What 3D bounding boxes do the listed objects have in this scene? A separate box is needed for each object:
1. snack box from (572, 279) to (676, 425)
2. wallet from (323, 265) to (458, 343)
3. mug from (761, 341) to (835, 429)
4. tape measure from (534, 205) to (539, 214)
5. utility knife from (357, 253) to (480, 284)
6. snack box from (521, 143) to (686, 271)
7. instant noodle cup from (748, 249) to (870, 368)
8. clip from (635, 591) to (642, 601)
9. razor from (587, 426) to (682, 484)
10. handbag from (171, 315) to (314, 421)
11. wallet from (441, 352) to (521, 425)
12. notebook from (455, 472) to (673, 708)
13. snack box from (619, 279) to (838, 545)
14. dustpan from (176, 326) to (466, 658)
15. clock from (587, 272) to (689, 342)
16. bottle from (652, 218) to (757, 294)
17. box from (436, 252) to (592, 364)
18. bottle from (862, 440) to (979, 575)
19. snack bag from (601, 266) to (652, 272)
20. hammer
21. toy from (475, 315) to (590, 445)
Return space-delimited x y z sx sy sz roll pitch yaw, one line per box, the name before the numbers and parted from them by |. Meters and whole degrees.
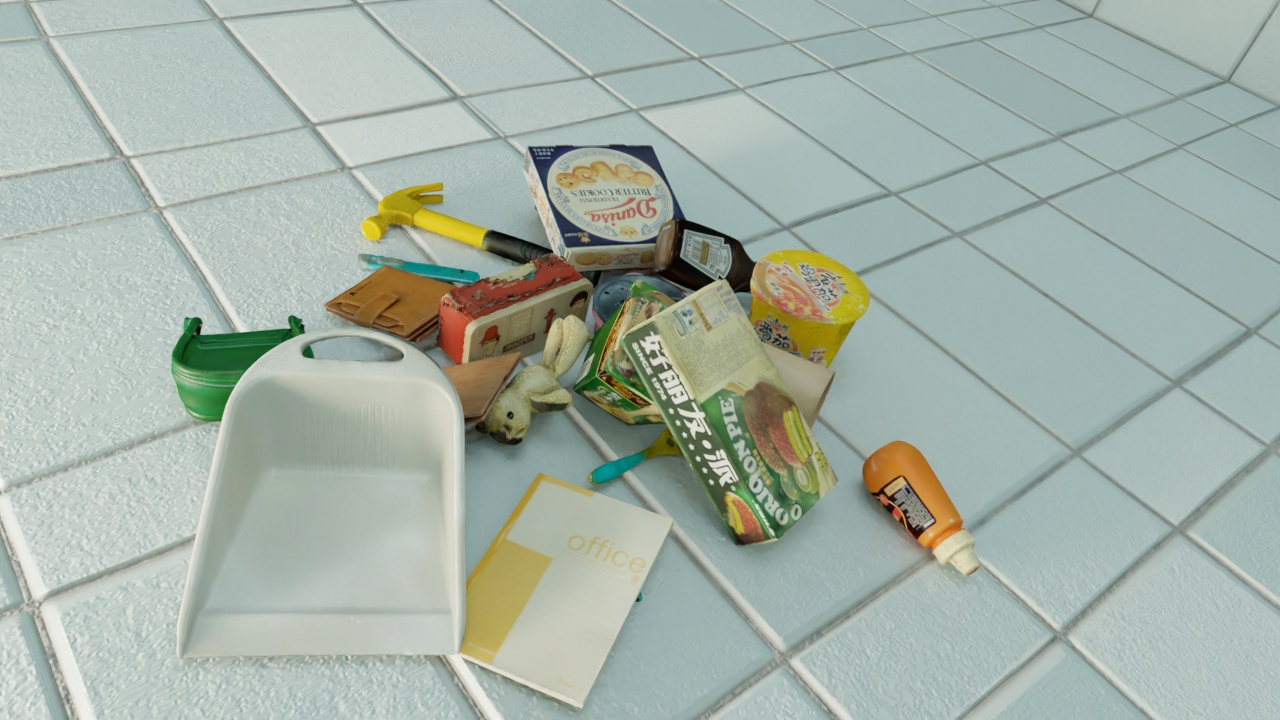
snack box | -0.006 0.006 0.954 0.117 0.106 0.118 35 55 -22
wallet | -0.276 -0.060 1.030 0.131 0.035 0.118 18 38 27
mug | 0.141 0.046 1.007 0.103 0.084 0.124 25 69 15
tape measure | -0.112 -0.206 1.250 0.060 0.029 0.057 14 40 1
utility knife | -0.270 -0.112 1.116 0.151 0.013 0.029 8 43 -5
snack box | -0.041 -0.199 1.173 0.177 0.046 0.182 -7 58 -26
instant noodle cup | 0.188 -0.049 1.091 0.138 0.110 0.137 8 42 -7
clip | -0.020 0.199 0.834 0.047 0.014 0.057 -16 50 -26
razor | -0.003 0.100 0.937 0.132 0.028 0.043 -22 83 -37
handbag | -0.395 -0.001 0.919 0.131 0.068 0.120 -6 44 -21
wallet | -0.183 0.034 0.927 0.115 0.020 0.101 -11 33 29
notebook | -0.072 0.193 0.815 0.146 0.010 0.205 18 43 15
snack box | 0.089 0.050 0.898 0.114 0.063 0.240 -33 95 -39
dustpan | -0.257 0.100 0.783 0.222 0.143 0.257 3 37 -11
clock | 0.007 -0.054 1.089 0.117 0.060 0.158 23 44 13
bottle | 0.108 -0.114 1.148 0.194 0.044 0.079 17 75 -28
box | -0.145 -0.058 1.029 0.167 0.092 0.080 -26 57 -36
bottle | 0.290 0.153 0.934 0.066 0.067 0.149 -15 56 -28
snack bag | -0.019 -0.194 1.245 0.128 0.073 0.207 3 50 -12
hammer | -0.193 -0.154 1.169 0.301 0.033 0.128 20 43 8
toy | -0.108 0.019 0.953 0.105 0.066 0.157 11 57 41
